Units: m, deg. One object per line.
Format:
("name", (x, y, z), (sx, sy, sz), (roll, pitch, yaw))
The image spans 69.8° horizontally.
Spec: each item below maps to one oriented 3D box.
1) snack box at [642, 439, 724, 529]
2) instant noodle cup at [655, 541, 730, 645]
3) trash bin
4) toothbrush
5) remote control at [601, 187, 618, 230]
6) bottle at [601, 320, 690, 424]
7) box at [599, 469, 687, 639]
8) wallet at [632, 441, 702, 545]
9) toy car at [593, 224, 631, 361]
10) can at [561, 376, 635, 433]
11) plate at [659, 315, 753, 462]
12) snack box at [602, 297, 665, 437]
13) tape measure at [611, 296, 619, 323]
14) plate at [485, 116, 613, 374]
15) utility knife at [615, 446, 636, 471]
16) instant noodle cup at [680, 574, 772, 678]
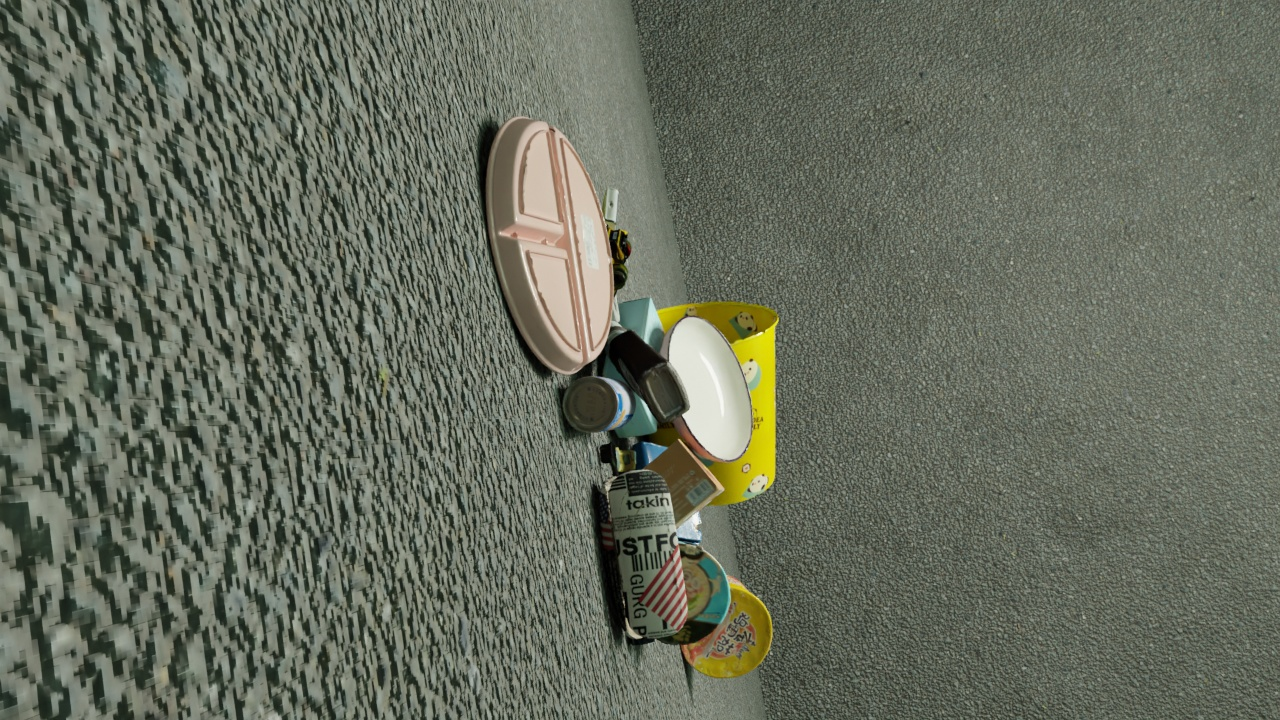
("snack box", (0.040, 0.155, 1.107), (0.077, 0.093, 0.094), (50, 2, 12))
("instant noodle cup", (0.041, 0.252, 1.043), (0.120, 0.111, 0.111), (89, -9, -88))
("trash bin", (0.102, 0.063, 1.376), (0.229, 0.230, 0.255), (-80, 163, -71))
("toothbrush", (-0.017, 0.191, 0.971), (0.026, 0.027, 0.212), (13, 65, -66))
("remote control", (-0.045, -0.159, 1.144), (0.125, 0.024, 0.049), (112, -18, -63))
("bottle", (-0.006, 0.002, 1.008), (0.080, 0.044, 0.195), (64, -8, -26))
("box", (-0.005, 0.195, 0.920), (0.088, 0.076, 0.162), (135, -54, -72))
("wallet", (0.035, 0.180, 1.234), (0.106, 0.040, 0.133), (20, 52, -45))
("toy car", (-0.042, -0.069, 0.983), (0.071, 0.041, 0.156), (-83, -172, -54))
("can", (-0.038, 0.043, 0.909), (0.134, 0.053, 0.053), (18, 61, -82))
("plate", (0.077, 0.039, 1.161), (0.192, 0.039, 0.192), (32, 48, -44))
("snack box", (-0.007, 0.007, 1.125), (0.174, 0.052, 0.074), (-82, 155, -46))
("tape measure", (-0.047, -0.073, 1.106), (0.066, 0.033, 0.066), (-93, 168, -62))
("plate", (-0.071, -0.102, 0.811), (0.229, 0.028, 0.229), (-9, 90, -73))
("utility knife", (-0.020, 0.121, 1.125), (0.167, 0.018, 0.031), (58, 27, -83))
("instant noodle cup", (0.121, 0.388, 1.374), (0.109, 0.138, 0.138), (-107, -175, -84))
